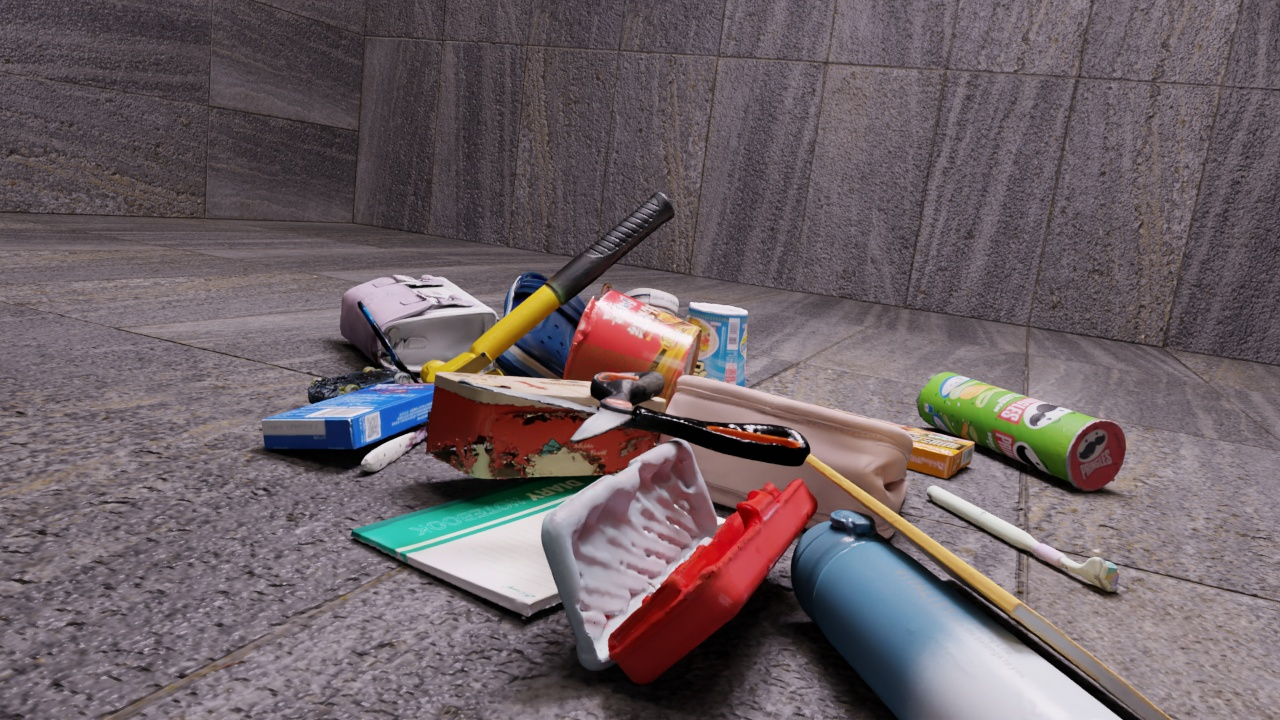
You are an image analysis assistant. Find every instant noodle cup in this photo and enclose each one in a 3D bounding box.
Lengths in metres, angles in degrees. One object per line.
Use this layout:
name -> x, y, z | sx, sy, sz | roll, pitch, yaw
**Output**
instant noodle cup -> -0.005, 0.005, 0.914 | 0.108, 0.138, 0.137 | 18, 12, 8
instant noodle cup -> 0.086, -0.010, 1.090 | 0.099, 0.110, 0.099 | 7, 11, -2

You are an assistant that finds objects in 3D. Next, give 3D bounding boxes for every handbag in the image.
handbag -> 0.143, 0.075, 0.778 | 0.193, 0.093, 0.233 | 14, 5, 28
handbag -> -0.268, -0.044, 1.095 | 0.144, 0.098, 0.197 | -8, 18, -27

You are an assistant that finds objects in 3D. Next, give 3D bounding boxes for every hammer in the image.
hammer -> -0.083, -0.064, 0.888 | 0.300, 0.033, 0.129 | -41, 21, -16

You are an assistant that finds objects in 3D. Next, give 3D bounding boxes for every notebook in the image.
notebook -> -0.058, 0.111, 0.602 | 0.150, 0.012, 0.208 | 13, 12, 34
notebook -> 0.183, 0.122, 0.495 | 0.146, 0.010, 0.206 | 37, 1, -19

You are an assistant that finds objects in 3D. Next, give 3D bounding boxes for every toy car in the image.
toy car -> -0.262, 0.028, 0.860 | 0.049, 0.031, 0.105 | 12, 15, 27

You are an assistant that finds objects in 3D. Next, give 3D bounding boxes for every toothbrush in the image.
toothbrush -> -0.259, -0.010, 0.944 | 0.016, 0.014, 0.189 | -16, 44, -31
toothbrush -> -0.192, 0.063, 0.764 | 0.017, 0.016, 0.187 | 0, 9, 8
toothbrush -> 0.284, 0.131, 0.706 | 0.020, 0.029, 0.189 | -38, 22, -11

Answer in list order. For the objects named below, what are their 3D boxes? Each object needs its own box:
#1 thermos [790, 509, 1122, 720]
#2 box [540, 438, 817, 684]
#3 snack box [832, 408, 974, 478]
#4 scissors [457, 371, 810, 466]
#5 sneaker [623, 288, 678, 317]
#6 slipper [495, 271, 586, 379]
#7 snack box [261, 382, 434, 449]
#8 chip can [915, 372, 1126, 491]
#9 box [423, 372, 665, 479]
thermos -> 0.135, 0.136, 0.427 | 0.070, 0.070, 0.220 | 4, 11, -15
box -> 0.019, 0.090, 0.506 | 0.100, 0.095, 0.201 | 49, 20, 10
snack box -> 0.250, 0.082, 0.929 | 0.154, 0.026, 0.075 | 14, 13, 34
scissors -> -0.002, 0.030, 0.597 | 0.233, 0.022, 0.221 | 12, 8, -8
sneaker -> -0.023, -0.023, 1.168 | 0.118, 0.087, 0.242 | 16, -15, -20
slipper -> -0.097, -0.041, 1.019 | 0.105, 0.095, 0.252 | 32, 18, -19
snack box -> -0.225, 0.044, 0.760 | 0.085, 0.026, 0.156 | -2, 8, 20
chip can -> 0.395, 0.069, 0.977 | 0.072, 0.072, 0.236 | 3, 10, -20
box -> -0.070, 0.057, 0.690 | 0.168, 0.077, 0.091 | 4, 6, -40
